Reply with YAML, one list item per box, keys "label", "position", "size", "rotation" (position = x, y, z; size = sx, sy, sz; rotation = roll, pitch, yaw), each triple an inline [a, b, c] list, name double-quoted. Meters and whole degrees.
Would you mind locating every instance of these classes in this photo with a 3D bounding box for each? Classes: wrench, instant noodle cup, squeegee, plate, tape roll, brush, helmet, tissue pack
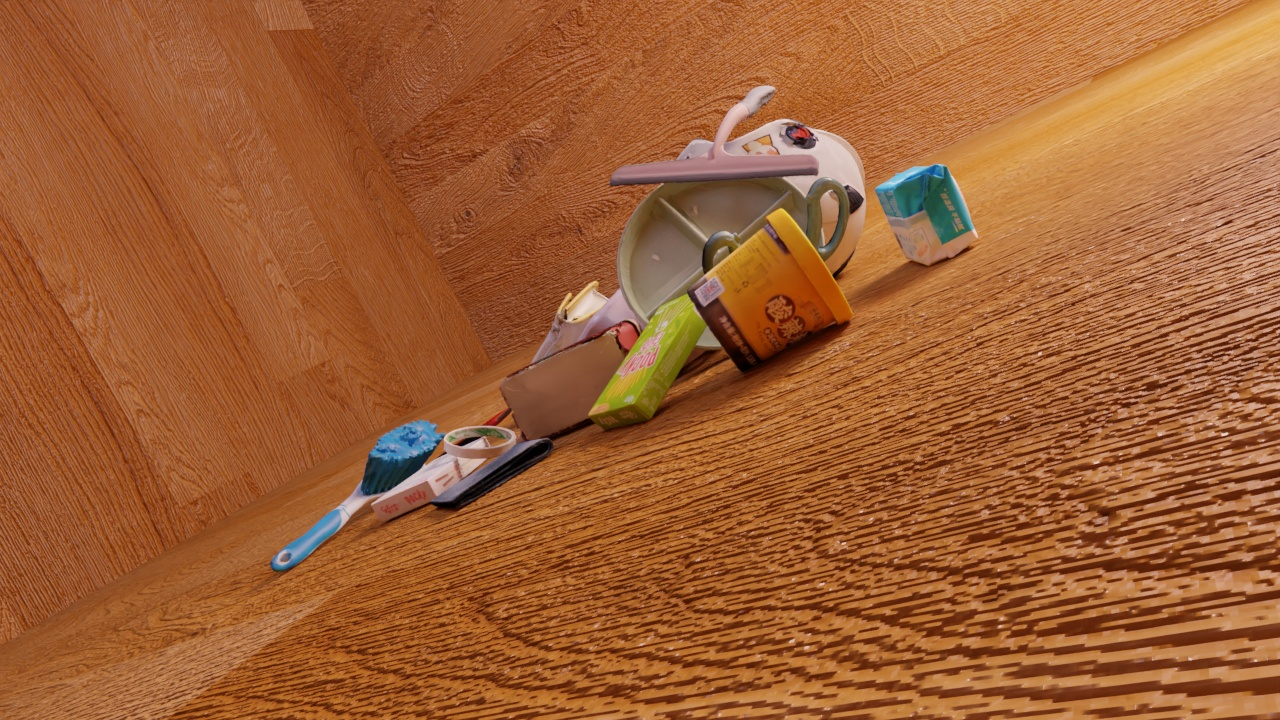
- label: "wrench"
  position: [-0.203, 0.088, 1.192]
  size: [0.274, 0.016, 0.056]
  rotation: [-37, 5, 19]
- label: "instant noodle cup"
  position: [0.114, -0.059, 0.838]
  size: [0.114, 0.118, 0.118]
  rotation: [-34, 5, 8]
- label: "squeegee"
  position: [0.116, -0.283, 1.081]
  size: [0.248, 0.040, 0.248]
  rotation: [2, 37, 27]
- label: "plate"
  position: [0.087, -0.114, 1.014]
  size: [0.230, 0.230, 0.027]
  rotation: [-27, -24, 2]
- label: "tape roll"
  position: [-0.193, 0.098, 1.103]
  size: [0.086, 0.014, 0.085]
  rotation: [1, 14, 0]
- label: "brush"
  position: [-0.352, 0.164, 1.170]
  size: [0.110, 0.060, 0.313]
  rotation: [-63, -9, 17]
- label: "helmet"
  position: [0.161, -0.163, 1.136]
  size: [0.274, 0.230, 0.156]
  rotation: [-3, 42, -4]
- label: "tissue pack"
  position: [0.292, -0.152, 0.938]
  size: [0.063, 0.090, 0.140]
  rotation: [-26, 6, 9]

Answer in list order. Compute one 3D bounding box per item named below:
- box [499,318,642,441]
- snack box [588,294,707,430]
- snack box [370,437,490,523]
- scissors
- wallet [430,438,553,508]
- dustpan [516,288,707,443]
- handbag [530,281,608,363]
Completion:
- label: "box"
  position: [-0.071, 0.024, 1.006]
  size: [0.169, 0.091, 0.075]
  rotation: [-24, 3, 28]
- label: "snack box"
  position: [0.015, -0.002, 0.909]
  size: [0.086, 0.026, 0.156]
  rotation: [-19, 33, 56]
- label: "snack box"
  position: [-0.244, 0.139, 1.092]
  size: [0.085, 0.027, 0.156]
  rotation: [-24, 7, 20]
- label: "scissors"
  position: [0.129, -0.100, 0.899]
  size: [0.181, 0.171, 0.019]
  rotation: [-3, 34, -26]
- label: "wallet"
  position: [-0.154, 0.117, 0.948]
  size: [0.120, 0.019, 0.097]
  rotation: [-31, 5, -25]
- label: "dustpan"
  position: [-0.007, 0.007, 1.131]
  size: [0.274, 0.139, 0.221]
  rotation: [-57, -3, 39]
- label: "handbag"
  position: [-0.111, -0.016, 1.317]
  size: [0.178, 0.063, 0.164]
  rotation: [-37, -27, -42]
